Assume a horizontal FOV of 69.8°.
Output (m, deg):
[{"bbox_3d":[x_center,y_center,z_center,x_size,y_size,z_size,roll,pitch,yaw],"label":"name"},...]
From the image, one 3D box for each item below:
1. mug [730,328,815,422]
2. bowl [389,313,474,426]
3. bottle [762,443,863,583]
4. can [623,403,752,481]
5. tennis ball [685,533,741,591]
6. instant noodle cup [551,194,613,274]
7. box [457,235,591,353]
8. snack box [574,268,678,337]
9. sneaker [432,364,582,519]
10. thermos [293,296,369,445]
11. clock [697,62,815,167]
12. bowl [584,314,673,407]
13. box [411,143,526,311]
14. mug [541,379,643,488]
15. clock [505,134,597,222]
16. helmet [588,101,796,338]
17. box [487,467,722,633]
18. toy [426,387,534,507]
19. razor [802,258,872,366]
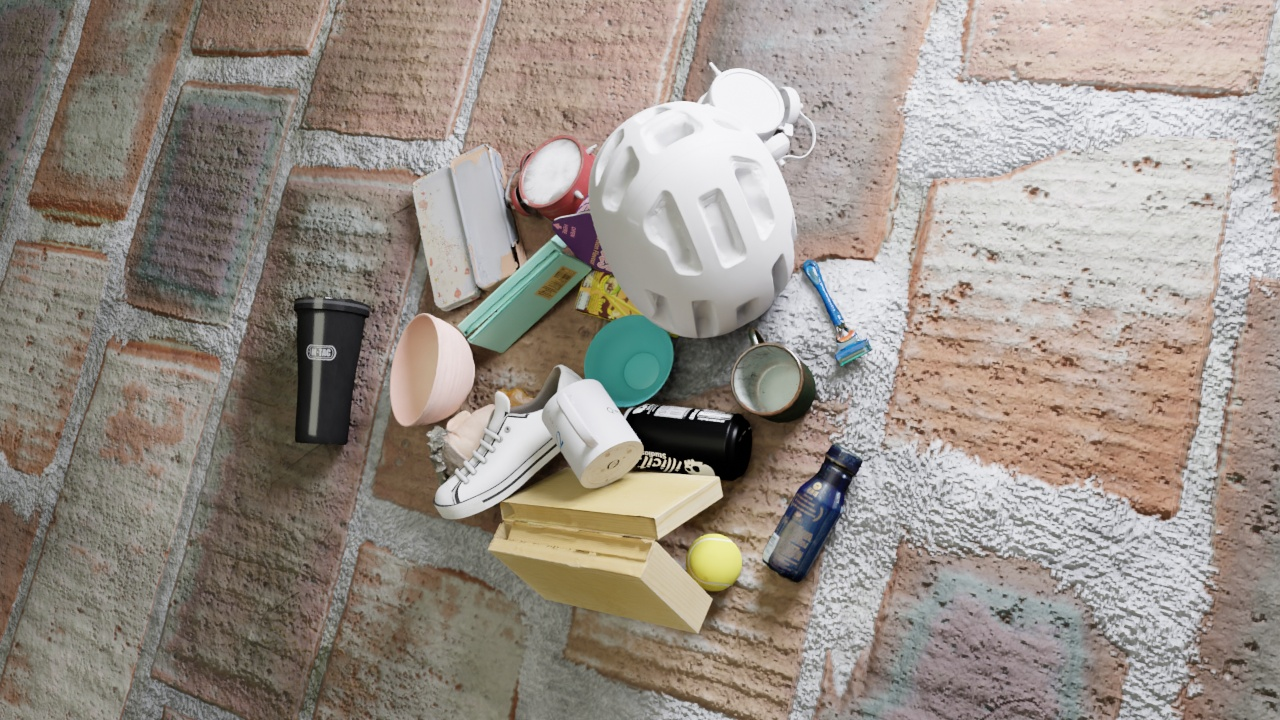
[{"bbox_3d":[0.153,0.016,1.074,0.085,0.081,0.111,-24,71,17],"label":"mug"},{"bbox_3d":[-0.271,0.018,1.232,0.153,0.076,0.153,-18,67,49],"label":"bowl"},{"bbox_3d":[0.196,0.171,1.037,0.056,0.056,0.161,30,93,26],"label":"bottle"},{"bbox_3d":[0.054,0.097,1.102,0.146,0.080,0.080,5,81,24],"label":"can"},{"bbox_3d":[0.085,0.235,1.068,0.065,0.065,0.065,-5,77,23],"label":"tennis ball"},{"bbox_3d":[-0.028,-0.196,1.172,0.137,0.122,0.121,21,62,-1],"label":"instant noodle cup"},{"bbox_3d":[-0.150,-0.080,1.224,0.189,0.077,0.080,-39,98,20],"label":"box"},{"bbox_3d":[-0.012,-0.077,1.197,0.149,0.025,0.061,15,86,26],"label":"snack box"},{"bbox_3d":[-0.165,0.092,1.140,0.245,0.091,0.097,-39,108,-12],"label":"sneaker"},{"bbox_3d":[-0.457,0.012,1.338,0.106,0.105,0.218,1,85,24],"label":"thermos"},{"bbox_3d":[0.141,-0.296,1.137,0.159,0.061,0.119,23,63,-7],"label":"clock"},{"bbox_3d":[-0.007,0.007,1.162,0.121,0.046,0.121,-9,68,22],"label":"bowl"},{"bbox_3d":[-0.250,-0.191,1.322,0.151,0.043,0.216,-22,71,23],"label":"box"},{"bbox_3d":[-0.062,0.078,1.054,0.083,0.119,0.096,-36,61,0],"label":"mug"},{"bbox_3d":[-0.120,-0.243,1.257,0.157,0.062,0.109,2,72,36],"label":"clock"},{"bbox_3d":[0.067,-0.151,1.059,0.224,0.283,0.183,-20,32,-3],"label":"helmet"},{"bbox_3d":[-0.045,0.205,1.063,0.249,0.141,0.184,-2,70,41],"label":"box"},{"bbox_3d":[-0.203,0.108,1.215,0.132,0.076,0.176,44,91,-12],"label":"toy"},{"bbox_3d":[0.229,-0.061,1.093,0.044,0.018,0.140,-28,66,17],"label":"razor"}]
